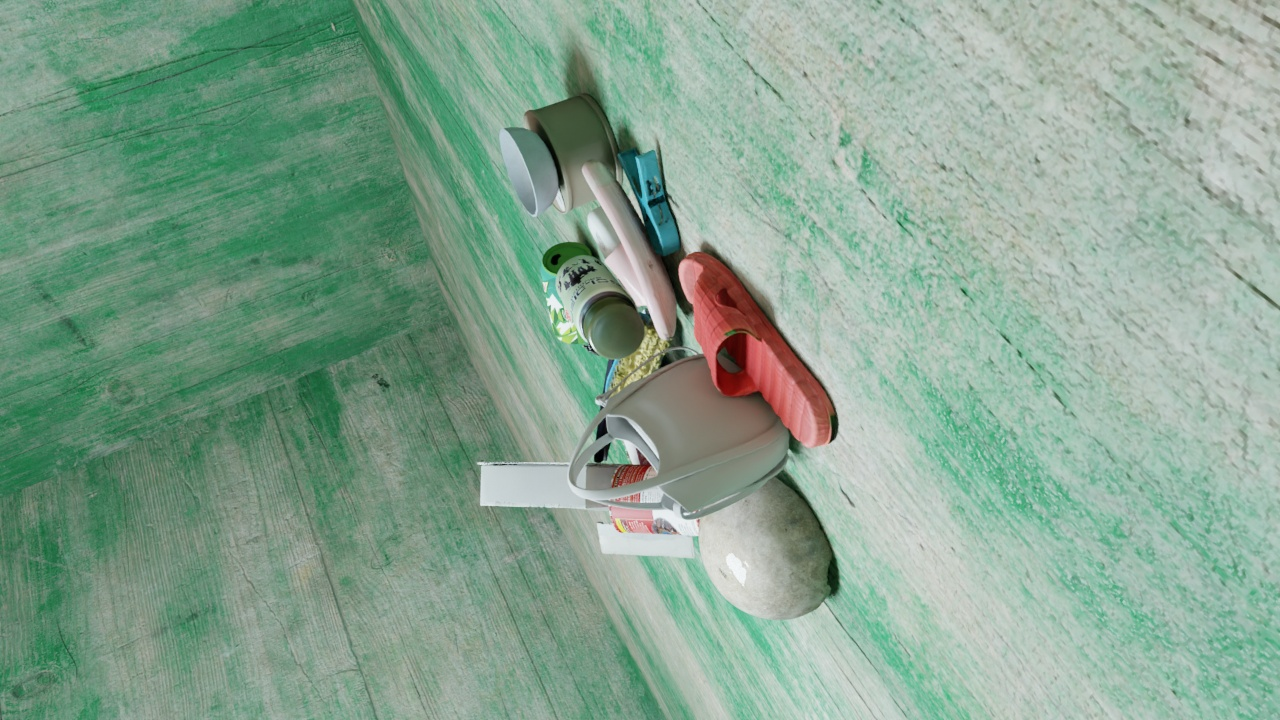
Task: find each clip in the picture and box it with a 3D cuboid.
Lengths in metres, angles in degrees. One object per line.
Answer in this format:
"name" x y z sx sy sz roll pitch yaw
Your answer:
"clip" 0.016 -0.169 0.986 0.102 0.027 0.119 -132 21 -66

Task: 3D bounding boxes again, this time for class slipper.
"slipper" 0.096 -0.006 0.897 0.248 0.059 0.104 55 161 33
"slipper" -0.014 -0.123 1.038 0.221 0.056 0.106 65 -170 -6

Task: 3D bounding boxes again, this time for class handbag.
"handbag" 0.023 0.084 0.964 0.215 0.222 0.096 50 157 46

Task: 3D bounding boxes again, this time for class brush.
"brush" -0.007 0.007 1.151 0.075 0.055 0.136 -103 35 -72

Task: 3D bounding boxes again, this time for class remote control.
"remote control" -0.031 -0.145 1.177 0.114 0.028 0.060 60 166 15

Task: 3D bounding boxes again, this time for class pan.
"pan" -0.042 0.073 1.277 0.356 0.021 0.199 -94 14 -75

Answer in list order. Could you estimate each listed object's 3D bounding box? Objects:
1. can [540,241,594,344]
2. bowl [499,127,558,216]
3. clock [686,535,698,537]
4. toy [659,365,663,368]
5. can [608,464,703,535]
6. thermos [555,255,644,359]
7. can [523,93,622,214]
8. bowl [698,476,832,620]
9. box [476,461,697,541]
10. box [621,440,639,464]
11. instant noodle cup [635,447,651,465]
"can" -0.101 -0.100 1.378 0.083 0.083 0.144 54 161 39
"bowl" -0.125 -0.224 1.068 0.106 0.039 0.106 58 163 29
"clock" 0.087 0.186 1.212 0.091 0.043 0.123 58 145 23
"toy" 0.007 0.008 1.219 0.076 0.063 0.100 34 -160 -30
"can" 0.031 0.172 1.132 0.086 0.117 0.086 -1 -90 -68
"thermos" -0.053 -0.064 1.130 0.231 0.082 0.082 -125 16 -66
"can" -0.082 -0.250 1.106 0.127 0.073 0.128 58 163 29
"bowl" 0.119 0.214 1.015 0.178 0.081 0.179 32 131 44
"box" -0.061 0.195 1.295 0.368 0.166 0.098 28 -117 -60
"box" 0.015 0.118 1.381 0.117 0.051 0.206 70 164 -5
"instant noodle cup" 0.030 0.098 1.229 0.098 0.097 0.108 102 148 -66
